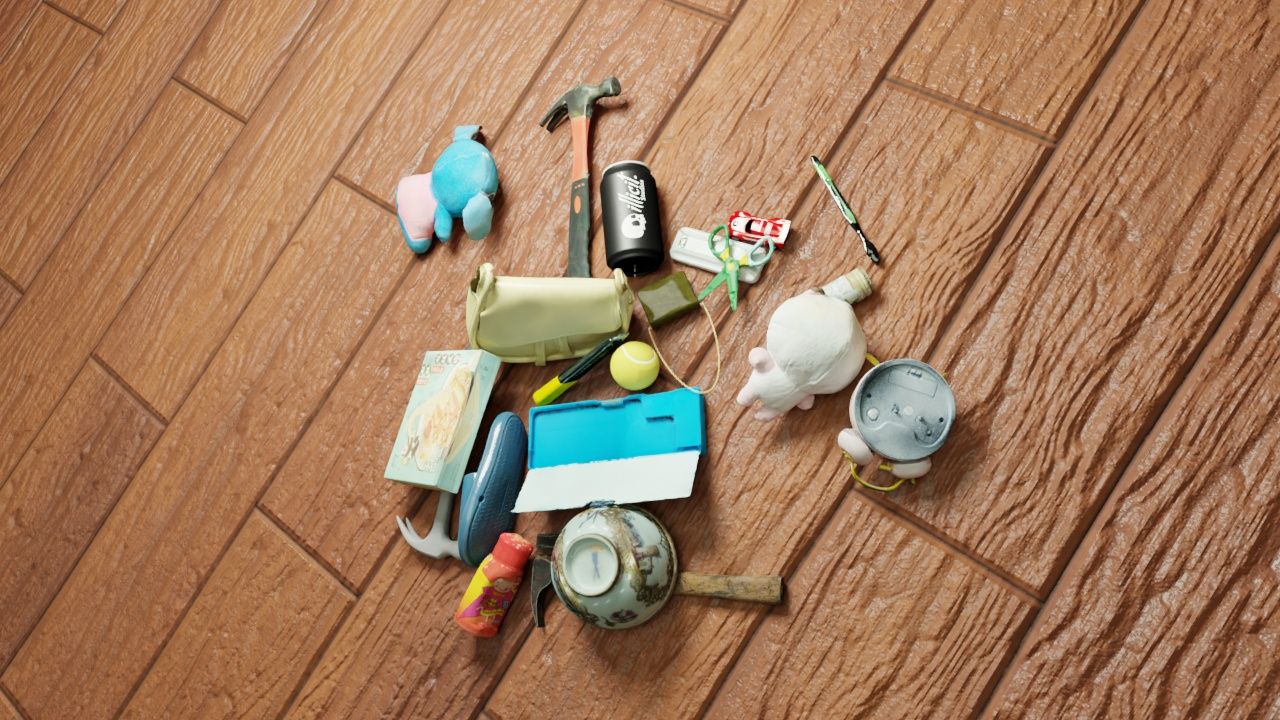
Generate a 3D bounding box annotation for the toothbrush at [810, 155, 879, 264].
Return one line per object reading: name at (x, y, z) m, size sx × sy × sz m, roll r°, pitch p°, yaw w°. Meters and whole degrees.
toothbrush at (0.269, -0.200, 1.211) m, size 0.014 × 0.017 × 0.188 m, roll -27°, pitch 63°, yaw 7°

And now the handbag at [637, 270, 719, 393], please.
handbag at (0.059, -0.032, 1.222) m, size 0.084 × 0.027 × 0.178 m, roll -25°, pitch 61°, yaw 4°

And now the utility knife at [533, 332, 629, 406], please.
utility knife at (-0.081, 0.010, 1.246) m, size 0.175 × 0.028 × 0.020 m, roll -36°, pitch 69°, yaw 26°

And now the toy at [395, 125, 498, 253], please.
toy at (-0.297, -0.268, 1.407) m, size 0.192 × 0.099 × 0.223 m, roll -25°, pitch 59°, yaw 24°

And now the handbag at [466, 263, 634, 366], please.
handbag at (-0.122, -0.064, 1.234) m, size 0.233 × 0.191 × 0.088 m, roll 1°, pitch 68°, yaw 3°

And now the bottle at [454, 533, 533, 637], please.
bottle at (-0.189, 0.292, 1.203) m, size 0.048 × 0.071 × 0.134 m, roll 24°, pitch 86°, yaw 36°

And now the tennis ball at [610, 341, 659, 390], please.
tennis ball at (-0.007, 0.007, 1.222) m, size 0.065 × 0.065 × 0.065 m, roll -6°, pitch 72°, yaw 19°

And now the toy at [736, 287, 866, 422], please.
toy at (0.196, 0.002, 1.119) m, size 0.180 × 0.139 × 0.101 m, roll -46°, pitch 29°, yaw 15°

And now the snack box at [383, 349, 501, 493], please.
snack box at (-0.274, 0.081, 1.266) m, size 0.142 × 0.044 × 0.193 m, roll -1°, pitch 68°, yaw 47°

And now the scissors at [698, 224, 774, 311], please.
scissors at (0.128, -0.125, 1.214) m, size 0.123 × 0.011 × 0.126 m, roll -10°, pitch 72°, yaw 19°

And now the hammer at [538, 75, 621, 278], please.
hammer at (-0.090, -0.246, 1.341) m, size 0.133 × 0.033 × 0.332 m, roll -9°, pitch 75°, yaw 30°

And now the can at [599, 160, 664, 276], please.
can at (-0.013, -0.196, 1.277) m, size 0.080 × 0.080 × 0.146 m, roll -12°, pitch 71°, yaw 17°

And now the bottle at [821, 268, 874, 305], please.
bottle at (0.241, -0.077, 1.167) m, size 0.110 × 0.042 × 0.042 m, roll -30°, pitch 66°, yaw 9°

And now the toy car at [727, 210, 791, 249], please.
toy car at (0.158, -0.177, 1.236) m, size 0.089 × 0.025 × 0.038 m, roll 16°, pitch 81°, yaw 24°

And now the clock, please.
clock at (0.296, 0.076, 1.073) m, size 0.117 × 0.059 × 0.158 m, roll 16°, pitch 85°, yaw 0°

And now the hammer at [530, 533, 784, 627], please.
hammer at (0.015, 0.287, 1.153) m, size 0.331 × 0.033 × 0.120 m, roll -1°, pitch 78°, yaw 20°

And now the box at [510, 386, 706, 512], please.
box at (-0.037, 0.127, 1.199) m, size 0.244 × 0.060 × 0.175 m, roll -8°, pitch 50°, yaw 18°

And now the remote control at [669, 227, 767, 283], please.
remote control at (0.105, -0.145, 1.249) m, size 0.133 × 0.022 × 0.050 m, roll 19°, pitch 82°, yaw 24°

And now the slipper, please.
slipper at (-0.206, 0.170, 1.232) m, size 0.059 × 0.104 × 0.213 m, roll 6°, pitch 72°, yaw 23°

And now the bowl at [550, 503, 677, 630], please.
bowl at (-0.044, 0.248, 1.115) m, size 0.160 × 0.094 × 0.159 m, roll -4°, pitch 76°, yaw 18°

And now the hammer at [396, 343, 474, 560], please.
hammer at (-0.265, 0.125, 1.308) m, size 0.125 × 0.029 × 0.310 m, roll 3°, pitch 75°, yaw 21°
